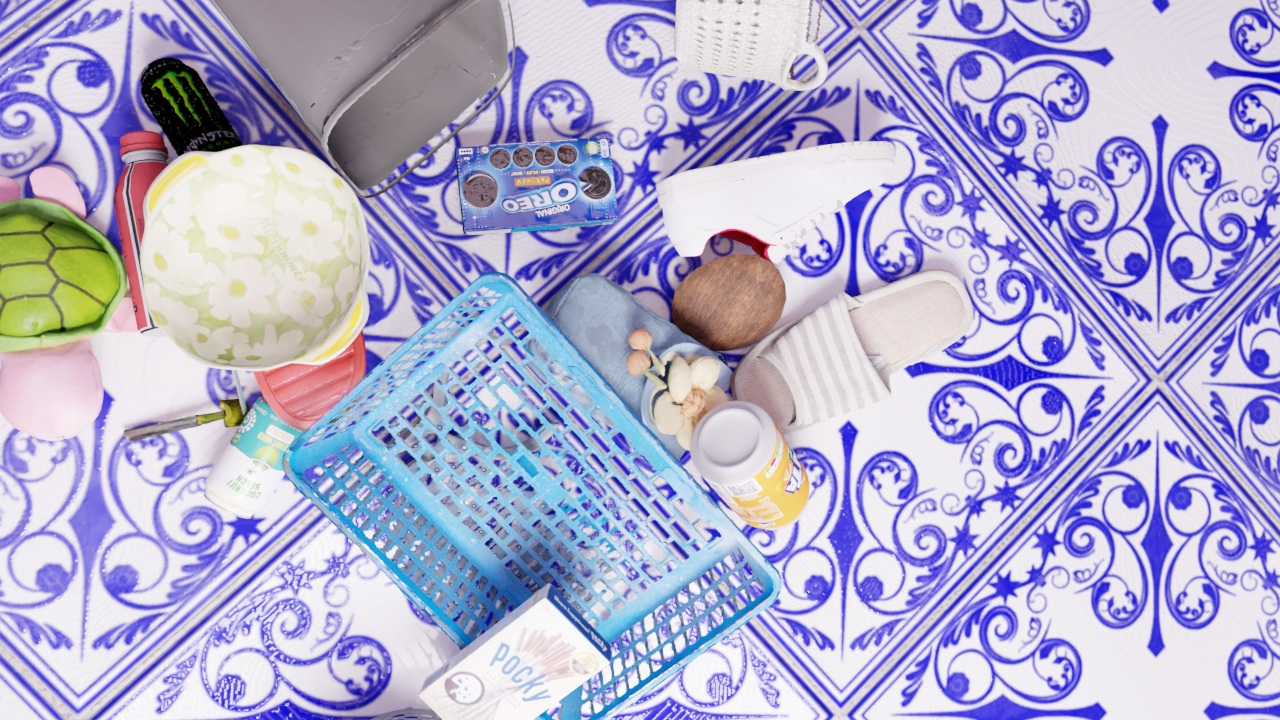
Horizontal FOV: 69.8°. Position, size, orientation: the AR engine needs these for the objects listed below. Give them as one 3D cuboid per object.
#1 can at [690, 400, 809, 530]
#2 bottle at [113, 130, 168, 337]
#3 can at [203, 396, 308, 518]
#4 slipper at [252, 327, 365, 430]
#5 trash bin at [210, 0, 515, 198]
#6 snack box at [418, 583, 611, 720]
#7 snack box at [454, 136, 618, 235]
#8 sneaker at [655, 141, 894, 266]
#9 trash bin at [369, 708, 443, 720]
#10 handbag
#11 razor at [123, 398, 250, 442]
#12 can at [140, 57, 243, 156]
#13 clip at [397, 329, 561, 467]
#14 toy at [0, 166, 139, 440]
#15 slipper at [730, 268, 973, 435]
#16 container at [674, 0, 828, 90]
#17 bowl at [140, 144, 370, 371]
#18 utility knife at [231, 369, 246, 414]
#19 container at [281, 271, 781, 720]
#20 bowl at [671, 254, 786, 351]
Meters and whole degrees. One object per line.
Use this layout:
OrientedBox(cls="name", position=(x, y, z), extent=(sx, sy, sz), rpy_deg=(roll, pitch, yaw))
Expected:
OrientedBox(cls="can", position=(0.104, 0.100, 0.842), extent=(0.079, 0.142, 0.079), rpy_deg=(-13, 57, 20))
OrientedBox(cls="bottle", position=(-0.424, -0.113, 0.809), extent=(0.062, 0.062, 0.176), rpy_deg=(-11, 89, -10))
OrientedBox(cls="can", position=(-0.340, 0.085, 0.817), extent=(0.055, 0.055, 0.101), rpy_deg=(31, 82, -7))
OrientedBox(cls="slipper", position=(-0.312, -0.051, 0.827), extent=(0.103, 0.059, 0.248), rpy_deg=(-23, 75, -8))
OrientedBox(cls="trash bin", position=(-0.255, -0.299, 0.790), extent=(0.197, 0.197, 0.220), rpy_deg=(-43, 88, -8))
OrientedBox(cls="snack box", position=(-0.105, 0.262, 0.773), extent=(0.150, 0.026, 0.082), rpy_deg=(-40, 101, 13))
OrientedBox(cls="snack box", position=(-0.100, -0.167, 0.884), extent=(0.150, 0.027, 0.082), rpy_deg=(-7, 89, -10))
OrientedBox(cls="sneaker", position=(0.139, -0.148, 0.897), extent=(0.236, 0.090, 0.104), rpy_deg=(-13, 98, -11))
OrientedBox(cls="trash bin", position=(-0.199, 0.395, 0.758), extent=(0.156, 0.183, 0.156), rpy_deg=(1, 87, -10))
OrientedBox(cls="handbag", position=(-0.005, 0.005, 0.845), extent=(0.192, 0.119, 0.121), rpy_deg=(37, 83, -14))
OrientedBox(cls="razor", position=(-0.409, 0.057, 0.821), extent=(0.106, 0.042, 0.026), rpy_deg=(-12, 91, -1))
OrientedBox(cls="can", position=(-0.390, -0.202, 0.812), extent=(0.054, 0.054, 0.137), rpy_deg=(-33, 79, -10))
OrientedBox(cls="clip", position=(-0.141, 0.068, 0.864), extent=(0.164, 0.031, 0.172), rpy_deg=(34, 84, -4))
OrientedBox(cls="toy", position=(-0.514, -0.048, 0.779), extent=(0.189, 0.088, 0.238), rpy_deg=(-6, 83, -27))
OrientedBox(cls="slipper", position=(0.217, -0.012, 0.919), extent=(0.272, 0.054, 0.114), rpy_deg=(-28, 87, -11))
OrientedBox(cls="container", position=(0.105, -0.386, 0.860), extent=(0.143, 0.185, 0.251), rpy_deg=(2, 85, 2))
OrientedBox(cls="bowl", position=(-0.311, -0.080, 0.766), extent=(0.219, 0.060, 0.188), rpy_deg=(41, 85, 7))
OrientedBox(cls="utility knife", position=(-0.365, -0.024, 0.811), extent=(0.015, 0.022, 0.147), rpy_deg=(-14, 92, 1))
OrientedBox(cls="container", position=(-0.086, 0.125, 0.793), extent=(0.257, 0.089, 0.362), rpy_deg=(-39, 101, 13))
OrientedBox(cls="bowl", position=(0.088, -0.049, 0.883), extent=(0.114, 0.026, 0.102), rpy_deg=(-20, 122, 2))
